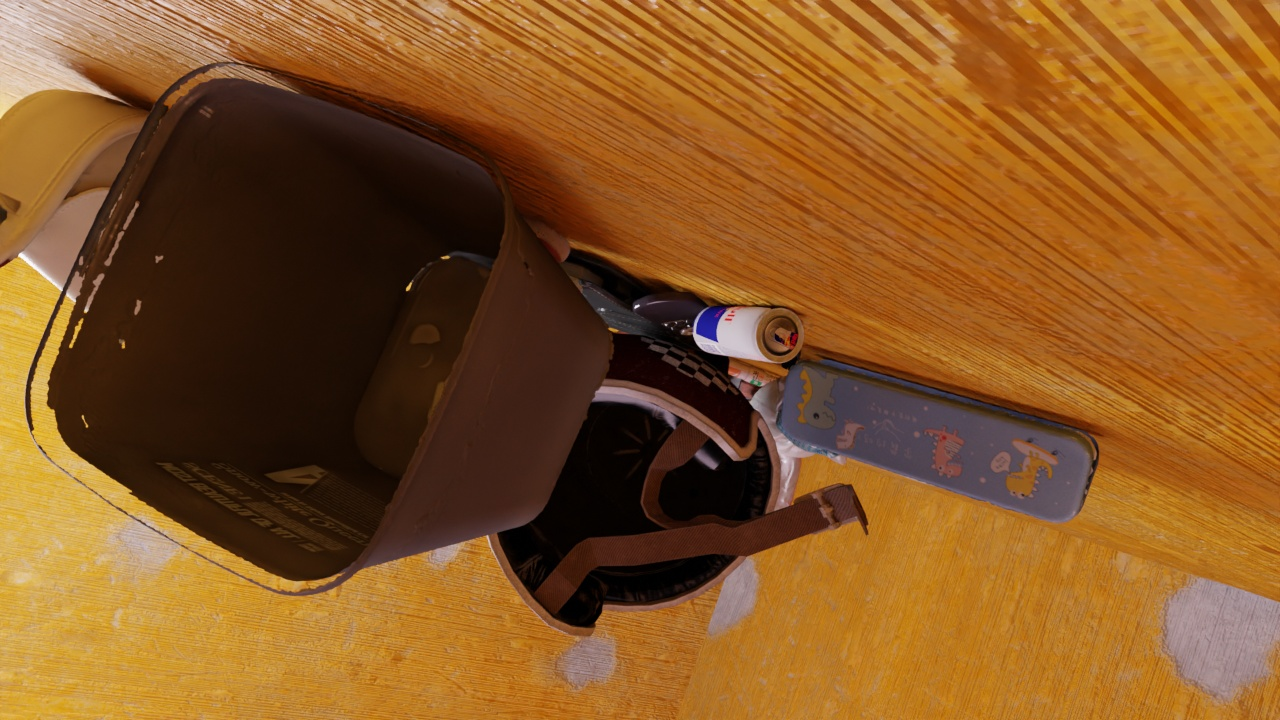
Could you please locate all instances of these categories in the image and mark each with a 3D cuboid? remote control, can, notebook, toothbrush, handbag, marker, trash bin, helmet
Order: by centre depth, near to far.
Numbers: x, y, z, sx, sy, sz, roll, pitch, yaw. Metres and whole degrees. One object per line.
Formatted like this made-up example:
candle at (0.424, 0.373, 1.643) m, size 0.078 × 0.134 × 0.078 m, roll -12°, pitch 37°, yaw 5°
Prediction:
trash bin at (-0.132, -0.002, 0.481) m, size 0.197 × 0.197 × 0.220 m, roll 23°, pitch 177°, yaw 18°
can at (0.065, -0.018, 0.574) m, size 0.032 × 0.032 × 0.095 m, roll 21°, pitch 177°, yaw -21°
toothbrush at (0.105, -0.012, 0.639) m, size 0.013 × 0.013 × 0.167 m, roll 19°, pitch 174°, yaw 11°
remote control at (0.037, -0.027, 0.652) m, size 0.046 × 0.009 × 0.124 m, roll -9°, pitch 164°, yaw 25°
handbag at (-0.355, -0.094, 0.669) m, size 0.132 × 0.183 × 0.229 m, roll 17°, pitch 160°, yaw 8°
helmet at (-0.001, 0.091, 0.696) m, size 0.234 × 0.234 × 0.253 m, roll 40°, pitch -168°, yaw 1°
notebook at (-0.048, -0.054, 0.712) m, size 0.170 × 0.029 × 0.209 m, roll 18°, pitch 178°, yaw 28°
marker at (0.084, 0.003, 0.946) m, size 0.145 × 0.017 × 0.017 m, roll 21°, pitch 177°, yaw -11°

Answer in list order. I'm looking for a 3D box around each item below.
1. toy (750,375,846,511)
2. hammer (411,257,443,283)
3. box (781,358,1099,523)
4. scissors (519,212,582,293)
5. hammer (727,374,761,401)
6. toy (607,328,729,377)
toy at (0.136, 0.042, 0.791) m, size 0.131 × 0.105 × 0.206 m, roll 39°, pitch 150°, yaw -4°
hammer at (-0.112, -0.054, 0.805) m, size 0.147 × 0.028 × 0.316 m, roll 43°, pitch -171°, yaw 15°
box at (0.193, 0.048, 0.621) m, size 0.210 × 0.069 × 0.064 m, roll 17°, pitch 169°, yaw 33°
scissors at (-0.113, -0.079, 0.591) m, size 0.179 × 0.016 × 0.108 m, roll 19°, pitch 161°, yaw 23°
hammer at (0.163, 0.046, 1.011) m, size 0.111 × 0.028 × 0.301 m, roll 21°, pitch 179°, yaw -20°
toy at (-0.005, 0.004, 0.853) m, size 0.176 × 0.096 × 0.112 m, roll -10°, pitch 166°, yaw 17°
